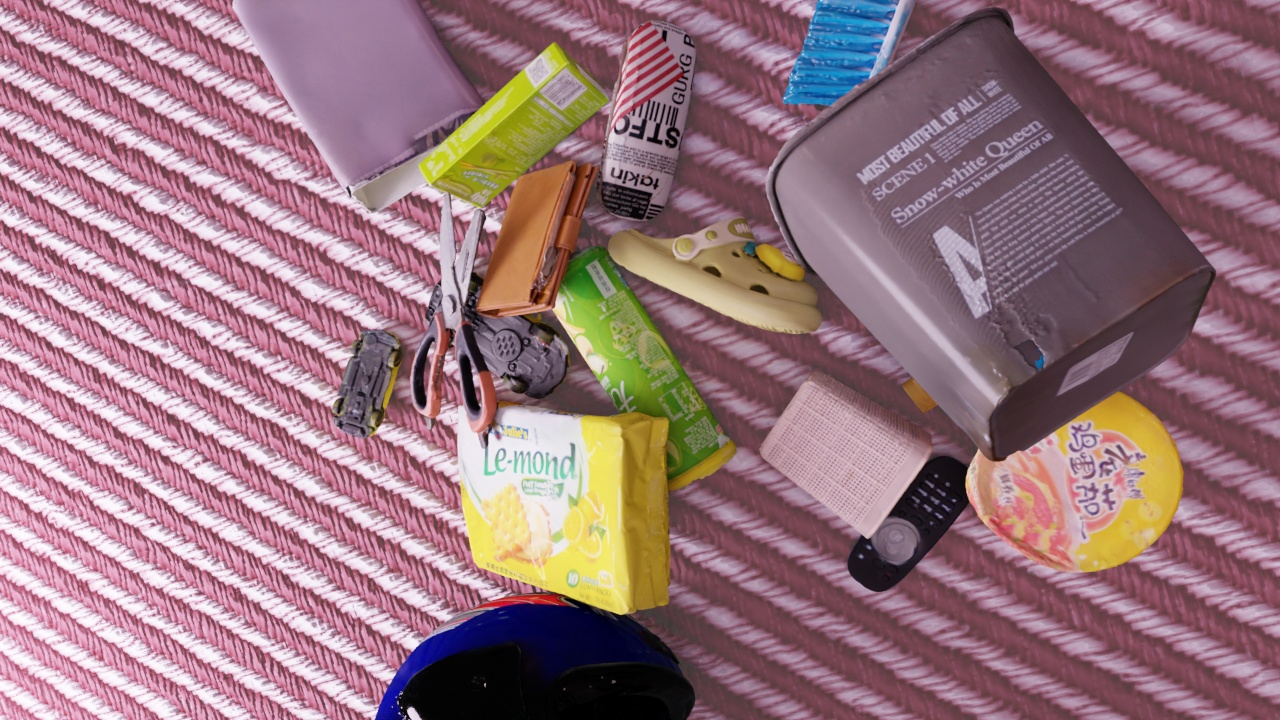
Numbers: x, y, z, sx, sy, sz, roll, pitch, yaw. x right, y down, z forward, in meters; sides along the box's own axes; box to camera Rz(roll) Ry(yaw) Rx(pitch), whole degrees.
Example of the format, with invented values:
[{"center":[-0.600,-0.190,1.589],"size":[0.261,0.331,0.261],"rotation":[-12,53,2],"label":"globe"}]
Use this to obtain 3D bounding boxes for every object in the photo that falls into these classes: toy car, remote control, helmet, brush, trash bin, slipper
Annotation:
[{"center":[-0.258,0.022,0.879],"size":[0.048,0.032,0.105],"rotation":[16,89,12],"label":"toy car"},{"center":[0.229,0.138,0.780],"size":[0.053,0.024,0.136],"rotation":[37,105,5],"label":"remote control"},{"center":[-0.068,0.316,0.762],"size":[0.316,0.247,0.239],"rotation":[-7,53,20],"label":"helmet"},{"center":[-0.129,-0.024,0.835],"size":[0.156,0.041,0.071],"rotation":[34,107,13],"label":"toy car"},{"center":[0.214,-0.336,0.709],"size":[0.109,0.060,0.315],"rotation":[21,100,5],"label":"brush"},{"center":[0.231,-0.072,0.617],"size":[0.199,0.198,0.219],"rotation":[-34,60,7],"label":"trash bin"},{"center":[0.066,-0.082,0.759],"size":[0.190,0.091,0.082],"rotation":[23,99,13],"label":"slipper"}]

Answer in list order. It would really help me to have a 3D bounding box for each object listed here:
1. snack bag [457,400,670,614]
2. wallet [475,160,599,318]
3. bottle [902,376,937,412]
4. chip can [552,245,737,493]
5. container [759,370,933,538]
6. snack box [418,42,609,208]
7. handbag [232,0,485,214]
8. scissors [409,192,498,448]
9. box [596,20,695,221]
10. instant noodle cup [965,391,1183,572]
[{"center":[-0.068,0.116,0.792],"size":[0.247,0.068,0.158],"rotation":[3,98,43],"label":"snack bag"},{"center":[-0.089,-0.102,0.775],"size":[0.108,0.031,0.131],"rotation":[-3,68,51],"label":"wallet"},{"center":[0.304,-0.034,0.719],"size":[0.219,0.065,0.065],"rotation":[-39,87,16],"label":"bottle"},{"center":[-0.005,0.005,0.794],"size":[0.073,0.072,0.221],"rotation":[-33,89,15],"label":"chip can"},{"center":[0.166,0.071,0.755],"size":[0.111,0.089,0.090],"rotation":[34,103,10],"label":"container"},{"center":[-0.107,-0.196,0.784],"size":[0.156,0.085,0.026],"rotation":[-37,72,16],"label":"snack box"},{"center":[-0.236,-0.251,0.803],"size":[0.145,0.098,0.197],"rotation":[-32,88,-1],"label":"handbag"},{"center":[-0.161,-0.025,0.796],"size":[0.190,0.015,0.221],"rotation":[-30,78,44],"label":"scissors"},{"center":[0.004,-0.201,0.785],"size":[0.074,0.081,0.163],"rotation":[6,99,-19],"label":"box"},{"center":[0.323,0.078,0.705],"size":[0.138,0.109,0.138],"rotation":[2,98,13],"label":"instant noodle cup"}]
